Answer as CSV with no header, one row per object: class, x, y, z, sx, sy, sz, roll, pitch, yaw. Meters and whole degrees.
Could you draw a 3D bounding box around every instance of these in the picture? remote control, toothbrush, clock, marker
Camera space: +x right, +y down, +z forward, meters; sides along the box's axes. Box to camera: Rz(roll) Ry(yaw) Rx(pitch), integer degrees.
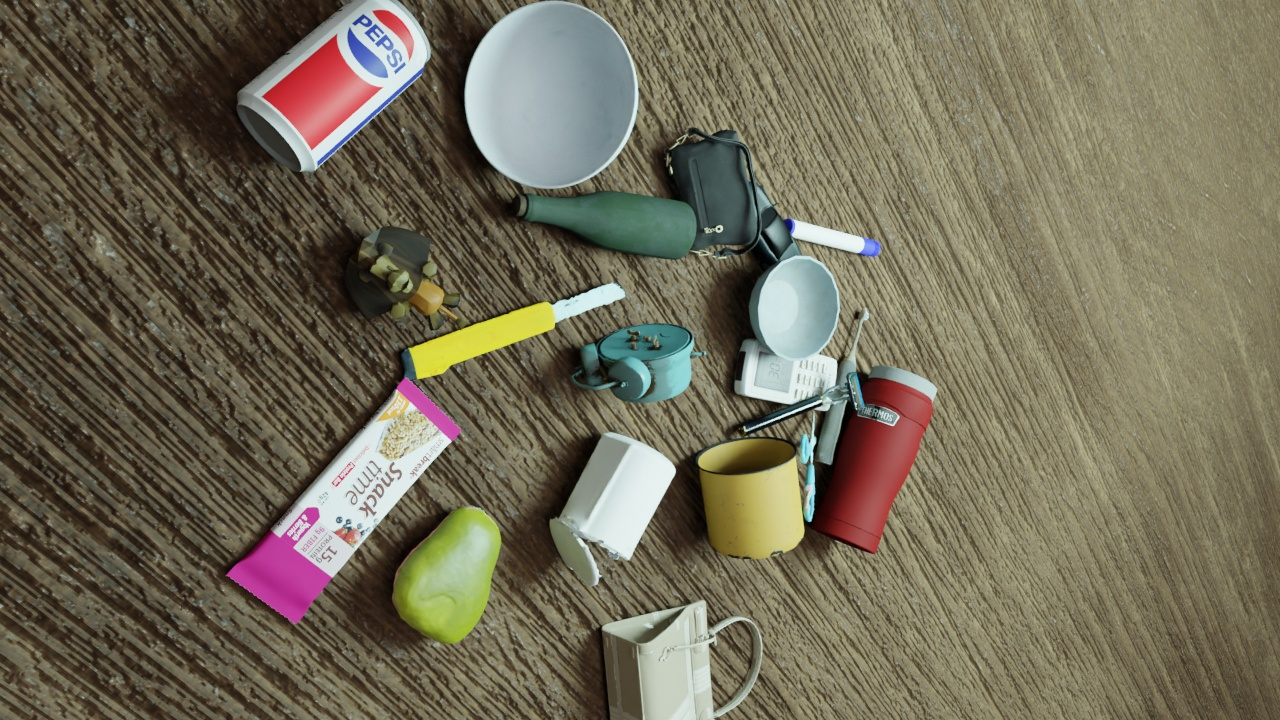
remote control,0.157,0.016,0.982,0.138,0.025,0.060,12,88,-36
toothbrush,0.229,0.027,1.040,0.024,0.022,0.185,23,80,-40
clock,-0.005,0.005,0.828,0.124,0.090,0.053,-25,118,-32
marker,0.211,-0.135,1.012,0.141,0.020,0.020,7,90,-36

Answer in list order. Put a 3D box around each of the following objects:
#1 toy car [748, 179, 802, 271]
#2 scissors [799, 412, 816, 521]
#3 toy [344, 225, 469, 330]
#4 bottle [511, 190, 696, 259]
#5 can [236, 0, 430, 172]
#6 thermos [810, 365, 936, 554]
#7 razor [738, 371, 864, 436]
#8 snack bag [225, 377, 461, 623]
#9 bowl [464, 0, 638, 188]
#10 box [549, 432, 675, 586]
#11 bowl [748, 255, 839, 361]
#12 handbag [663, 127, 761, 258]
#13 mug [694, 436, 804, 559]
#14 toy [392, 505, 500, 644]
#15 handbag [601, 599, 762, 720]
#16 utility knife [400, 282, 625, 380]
toy car,0.130,-0.133,0.944,0.046,0.034,0.112,-50,119,-21
scissors,0.175,0.093,0.964,0.140,0.015,0.111,-82,161,-43
toy,-0.177,-0.056,0.710,0.100,0.062,0.076,38,90,-13
bottle,-0.033,-0.126,0.816,0.174,0.055,0.055,3,92,-35
can,-0.220,-0.202,0.664,0.131,0.070,0.070,-50,120,-21
thermos,0.269,0.114,1.042,0.108,0.084,0.198,35,76,-53
razor,0.168,0.051,0.969,0.144,0.022,0.043,-18,100,-15
snack bag,-0.226,0.108,0.721,0.196,0.016,0.070,-51,122,-20
bowl,-0.064,-0.213,0.759,0.074,0.144,0.144,-26,115,-74
box,-0.033,0.135,0.827,0.089,0.080,0.143,41,72,-48
bowl,0.150,-0.054,0.937,0.106,0.039,0.106,-4,98,-31
handbag,0.068,-0.160,0.879,0.079,0.054,0.128,-14,103,-3
mug,0.119,0.134,0.923,0.123,0.101,0.094,-21,108,-40
toy,-0.154,0.175,0.760,0.090,0.051,0.109,45,66,-32
handbag,0.057,0.328,0.934,0.197,0.062,0.176,-13,102,-43
utility knife,-0.104,-0.029,0.796,0.223,0.019,0.030,-21,112,-28
